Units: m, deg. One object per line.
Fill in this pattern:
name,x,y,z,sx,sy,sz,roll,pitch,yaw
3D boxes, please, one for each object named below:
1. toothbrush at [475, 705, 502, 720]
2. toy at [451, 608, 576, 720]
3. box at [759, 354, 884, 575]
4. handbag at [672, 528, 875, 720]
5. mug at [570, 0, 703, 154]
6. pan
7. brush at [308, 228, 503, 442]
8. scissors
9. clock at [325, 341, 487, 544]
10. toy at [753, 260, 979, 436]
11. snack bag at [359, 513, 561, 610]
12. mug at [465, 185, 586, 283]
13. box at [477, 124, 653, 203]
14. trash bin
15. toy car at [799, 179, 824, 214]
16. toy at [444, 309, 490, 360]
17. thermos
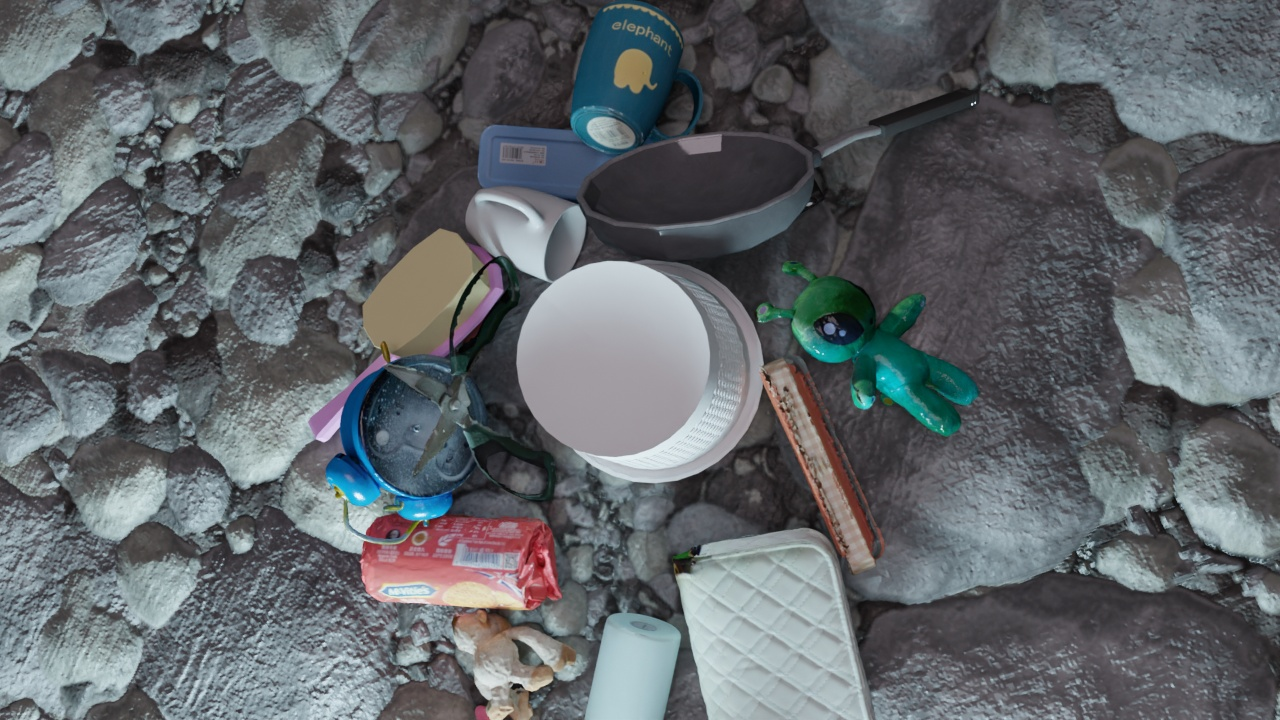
toothbrush,-0.103,0.340,0.779,0.135,0.016,0.021,34,105,42
toy,-0.124,0.259,0.795,0.106,0.074,0.085,39,106,13
box,0.149,0.084,0.754,0.048,0.085,0.187,-24,86,13
handbag,0.111,0.240,0.751,0.139,0.072,0.195,-13,86,17
mug,-0.001,-0.227,0.774,0.112,0.085,0.104,22,69,-14
pan,0.122,-0.154,0.722,0.356,0.178,0.041,-22,124,-17
brush,-0.221,-0.018,0.813,0.229,0.043,0.089,-44,54,5
scissors,-0.122,0.022,0.775,0.015,0.201,0.201,1,62,44
clock,-0.195,0.071,0.756,0.060,0.116,0.161,-2,66,47
toy,0.185,-0.010,0.755,0.193,0.073,0.130,37,54,6
snack bag,-0.156,0.171,0.795,0.176,0.082,0.082,2,87,9
mug,-0.108,-0.121,0.785,0.089,0.107,0.071,22,80,18
box,-0.043,-0.172,0.823,0.210,0.037,0.066,7,95,11
trash bin,-0.004,0.004,0.714,0.195,0.199,0.195,0,87,9
toy car,0.109,-0.134,0.780,0.092,0.037,0.040,-25,81,-18
toy,-0.170,-0.007,0.827,0.049,0.030,0.112,41,96,34
thermos,-0.018,0.322,0.769,0.078,0.065,0.207,12,89,-19
